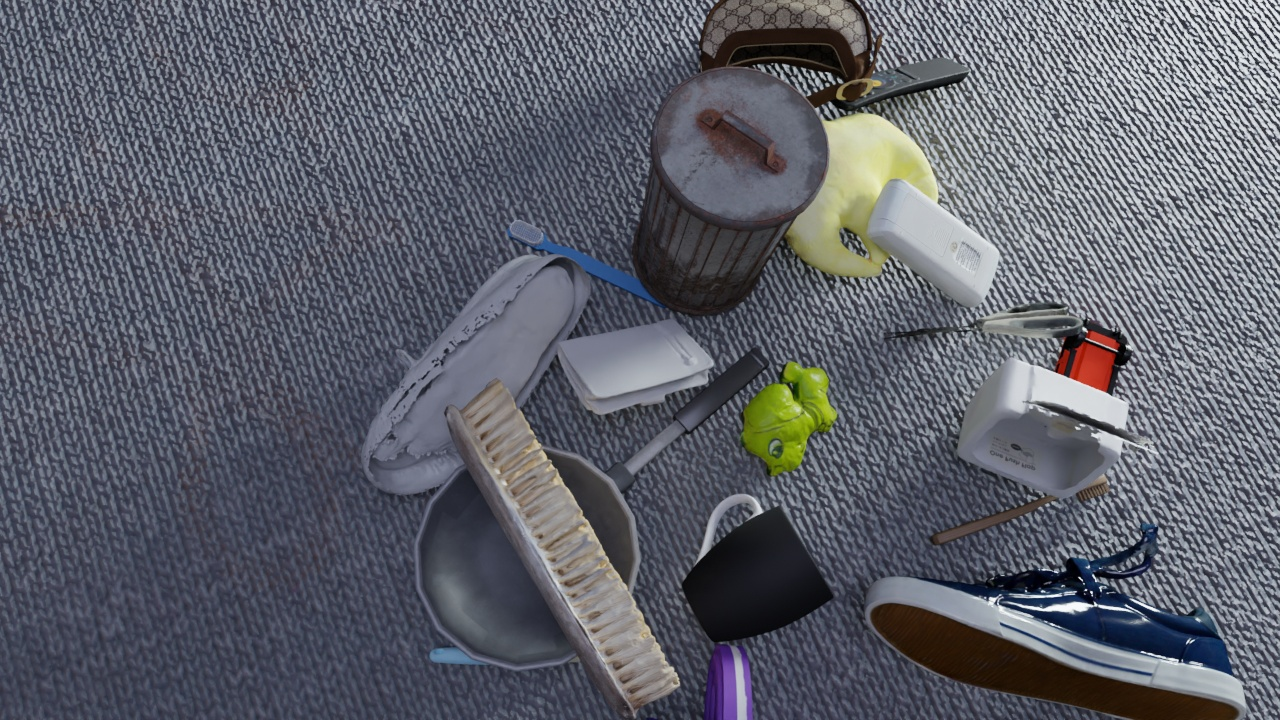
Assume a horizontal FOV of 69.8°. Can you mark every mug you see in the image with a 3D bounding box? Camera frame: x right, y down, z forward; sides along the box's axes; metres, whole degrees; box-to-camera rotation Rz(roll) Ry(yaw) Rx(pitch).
[{"bbox_3d":[0.082,0.165,0.739,0.100,0.085,0.118,-30,47,2],"label":"mug"}]

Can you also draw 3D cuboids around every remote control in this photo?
[{"bbox_3d":[0.263,-0.104,0.818,0.138,0.025,0.060,30,75,-20],"label":"remote control"},{"bbox_3d":[0.244,-0.261,0.869,0.151,0.020,0.041,-20,44,-22],"label":"remote control"}]

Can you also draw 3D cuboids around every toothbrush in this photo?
[{"bbox_3d":[-0.045,-0.087,0.832,0.166,0.014,0.016,25,75,4],"label":"toothbrush"},{"bbox_3d":[0.326,0.130,0.785,0.166,0.016,0.016,-17,75,-7],"label":"toothbrush"},{"bbox_3d":[-0.091,0.237,0.737,0.155,0.016,0.022,0,42,-3],"label":"toothbrush"}]

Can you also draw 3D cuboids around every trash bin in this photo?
[{"bbox_3d":[0.064,-0.129,0.741,0.131,0.211,0.130,2,72,-6],"label":"trash bin"}]

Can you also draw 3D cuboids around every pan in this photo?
[{"bbox_3d":[-0.024,0.105,0.767,0.356,0.041,0.178,-39,78,-17],"label":"pan"}]

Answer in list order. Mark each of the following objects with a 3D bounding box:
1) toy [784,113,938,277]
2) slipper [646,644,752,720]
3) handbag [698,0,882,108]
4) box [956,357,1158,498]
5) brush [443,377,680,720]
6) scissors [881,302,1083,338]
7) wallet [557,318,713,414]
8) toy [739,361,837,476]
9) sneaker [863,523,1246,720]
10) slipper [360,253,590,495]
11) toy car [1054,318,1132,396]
[{"bbox_3d":[0.189,-0.160,0.837,0.155,0.065,0.170,45,72,1],"label":"toy"},{"bbox_3d":[0.029,0.346,0.669,0.084,0.107,0.266,4,79,-1],"label":"slipper"},{"bbox_3d":[0.138,-0.280,0.852,0.166,0.063,0.138,5,62,8],"label":"handbag"},{"bbox_3d":[0.330,0.047,0.721,0.110,0.190,0.083,21,75,6],"label":"box"},{"bbox_3d":[-0.062,0.137,0.682,0.056,0.083,0.271,-30,75,-15],"label":"brush"},{"bbox_3d":[0.302,-0.028,0.803,0.169,0.132,0.012,-15,111,-20],"label":"scissors"},{"bbox_3d":[-0.005,0.004,0.778,0.116,0.032,0.086,-12,44,-19],"label":"wallet"},{"bbox_3d":[0.128,0.049,0.789,0.093,0.036,0.094,-9,86,-16],"label":"toy"},{"bbox_3d":[0.325,0.196,0.734,0.294,0.121,0.127,13,51,-1],"label":"sneaker"},{"bbox_3d":[-0.143,0.006,0.772,0.112,0.075,0.246,43,77,-23],"label":"slipper"},{"bbox_3d":[0.388,0.015,0.802,0.051,0.049,0.100,22,75,3],"label":"toy car"}]
